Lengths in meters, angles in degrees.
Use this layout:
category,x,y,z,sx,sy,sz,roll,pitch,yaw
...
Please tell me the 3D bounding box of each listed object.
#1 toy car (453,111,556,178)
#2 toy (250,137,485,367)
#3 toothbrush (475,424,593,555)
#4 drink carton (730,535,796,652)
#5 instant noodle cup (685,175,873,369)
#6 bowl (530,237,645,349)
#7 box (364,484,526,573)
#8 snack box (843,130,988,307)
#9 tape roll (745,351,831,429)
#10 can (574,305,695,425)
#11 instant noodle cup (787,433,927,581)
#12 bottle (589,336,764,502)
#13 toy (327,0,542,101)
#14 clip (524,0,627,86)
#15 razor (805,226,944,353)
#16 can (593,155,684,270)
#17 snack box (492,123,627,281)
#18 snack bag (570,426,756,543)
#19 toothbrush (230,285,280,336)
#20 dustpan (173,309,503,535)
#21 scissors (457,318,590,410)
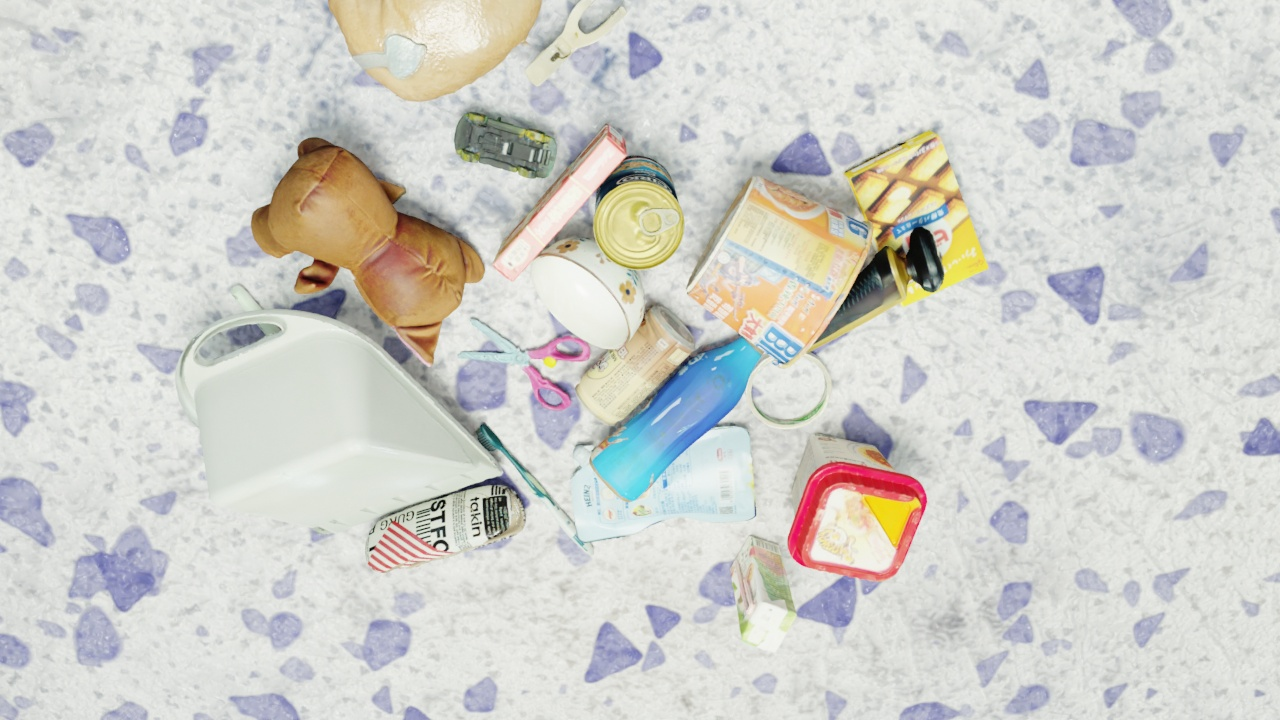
category,x,y,z,sx,sy,sz,roll,pitch,yaw
toy car,-0.119,-0.191,0.816,0.091,0.036,0.043,14,113,-7
toy,-0.236,-0.096,0.813,0.199,0.131,0.140,36,69,-25
toothbrush,-0.110,0.140,0.964,0.018,0.016,0.191,-30,109,22
drink carton,0.124,0.238,0.949,0.045,0.122,0.054,21,111,-7
instant noodle cup,0.116,-0.084,0.809,0.111,0.151,0.152,30,109,-3
bowl,-0.038,-0.071,0.842,0.062,0.114,0.113,-48,111,-27
box,-0.199,0.180,0.960,0.163,0.076,0.088,-21,146,8
snack box,0.254,-0.129,0.847,0.087,0.033,0.140,-24,113,10
tape roll,0.148,0.028,0.921,0.086,0.013,0.086,0,112,0
can,-0.005,0.005,0.886,0.058,0.058,0.116,41,106,-15
instant noodle cup,0.204,0.137,0.907,0.116,0.124,0.117,12,112,-6
bottle,0.048,0.044,0.891,0.219,0.065,0.065,-43,107,2
toy,-0.143,-0.310,0.744,0.226,0.082,0.143,-38,116,11
clip,-0.058,-0.274,0.782,0.100,0.071,0.034,-44,108,9
razor,0.207,-0.056,0.847,0.067,0.062,0.168,23,137,-35
can,-0.003,-0.132,0.802,0.075,0.111,0.075,-1,114,-2
snack box,-0.071,-0.141,0.816,0.025,0.075,0.153,40,107,-16
snack bag,0.022,0.127,0.948,0.191,0.038,0.110,-6,111,4
toothbrush,-0.339,0.005,0.905,0.020,0.029,0.189,-44,111,-29
dustpan,-0.296,0.058,0.866,0.223,0.257,0.142,-20,71,14
scissors,-0.116,0.007,0.911,0.134,0.017,0.113,2,117,3
